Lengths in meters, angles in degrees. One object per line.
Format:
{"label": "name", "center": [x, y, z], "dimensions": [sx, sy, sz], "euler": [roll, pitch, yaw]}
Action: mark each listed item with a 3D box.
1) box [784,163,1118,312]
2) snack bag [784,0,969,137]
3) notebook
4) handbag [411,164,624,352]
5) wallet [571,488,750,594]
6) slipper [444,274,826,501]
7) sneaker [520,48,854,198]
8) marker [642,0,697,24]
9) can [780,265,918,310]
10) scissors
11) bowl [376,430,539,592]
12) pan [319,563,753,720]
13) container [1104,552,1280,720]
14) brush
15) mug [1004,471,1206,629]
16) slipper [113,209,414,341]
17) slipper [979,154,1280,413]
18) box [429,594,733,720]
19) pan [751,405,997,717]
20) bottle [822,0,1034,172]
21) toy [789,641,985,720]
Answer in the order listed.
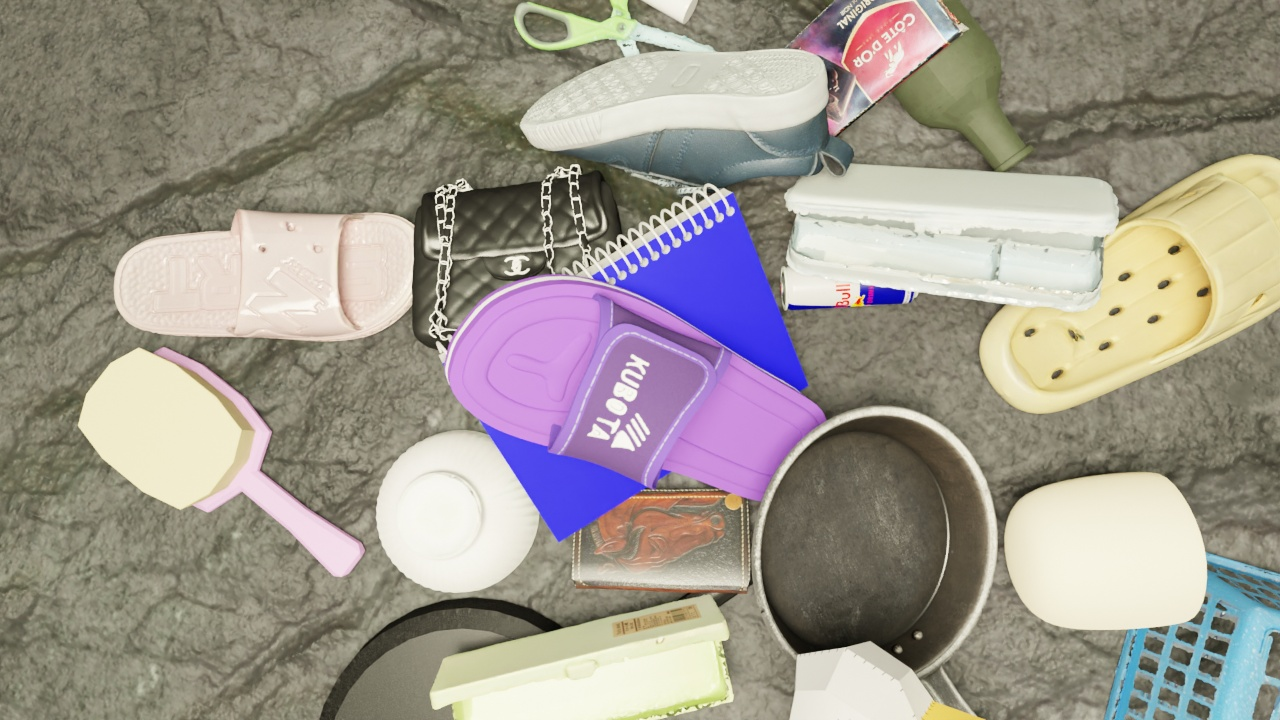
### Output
{"label": "box", "center": [0.208, -0.086, 0.631], "dimensions": [0.216, 0.122, 0.083], "euler": [9, 117, 22]}
{"label": "snack bag", "center": [0.140, -0.205, 0.641], "dimensions": [0.156, 0.018, 0.074], "euler": [-38, 82, 33]}
{"label": "notebook", "center": [-0.004, 0.004, 0.609], "dimensions": [0.209, 0.022, 0.172], "euler": [-31, 121, -7]}
{"label": "handbag", "center": [-0.086, -0.073, 0.634], "dimensions": [0.154, 0.114, 0.125], "euler": [-8, 83, 6]}
{"label": "wallet", "center": [0.015, 0.127, 0.648], "dimensions": [0.123, 0.019, 0.072], "euler": [0, 66, 4]}
{"label": "slipper", "center": [0.019, 0.033, 0.564], "dimensions": [0.266, 0.084, 0.107], "euler": [22, 102, -28]}
{"label": "sneaker", "center": [0.028, -0.159, 0.643], "dimensions": [0.236, 0.087, 0.089], "euler": [6, 47, 29]}
{"label": "marker", "center": [-0.020, -0.296, 0.694], "dimensions": [0.133, 0.023, 0.027], "euler": [32, 87, 6]}
{"label": "can", "center": [0.149, -0.055, 0.658], "dimensions": [0.095, 0.032, 0.032], "euler": [-3, 85, 3]}
{"label": "scissors", "center": [-0.012, -0.253, 0.680], "dimensions": [0.171, 0.024, 0.160], "euler": [16, 98, 8]}
{"label": "bowl", "center": [-0.134, 0.108, 0.646], "dimensions": [0.118, 0.062, 0.118], "euler": [0, 85, 3]}
{"label": "pan", "center": [-0.067, 0.246, 0.645], "dimensions": [0.356, 0.034, 0.225], "euler": [-35, 84, 1]}
{"label": "container", "center": [0.426, 0.327, 0.580], "dimensions": [0.257, 0.089, 0.362], "euler": [17, 86, 5]}
{"label": "brush", "center": [-0.300, 0.080, 0.668], "dimensions": [0.228, 0.043, 0.089], "euler": [37, 88, 6]}
{"label": "mug", "center": [0.296, 0.136, 0.608], "dimensions": [0.100, 0.096, 0.120], "euler": [-7, 125, 5]}
{"label": "slipper", "center": [-0.277, -0.061, 0.669], "dimensions": [0.239, 0.064, 0.094], "euler": [-4, 85, 4]}
{"label": "slipper", "center": [0.359, -0.050, 0.625], "dimensions": [0.261, 0.079, 0.111], "euler": [-31, 87, 1]}
{"label": "box", "center": [-0.033, 0.214, 0.596], "dimensions": [0.188, 0.091, 0.083], "euler": [-12, 97, -2]}
{"label": "pan", "center": [0.191, 0.199, 0.618], "dimensions": [0.187, 0.055, 0.357], "euler": [-28, 99, -18]}
{"label": "bottle", "center": [0.203, -0.221, 0.651], "dimensions": [0.071, 0.071, 0.207], "euler": [-35, 84, 0]}
{"label": "toy", "center": [0.110, 0.284, 0.557], "dimensions": [0.247, 0.140, 0.268], "euler": [1, 109, 43]}
